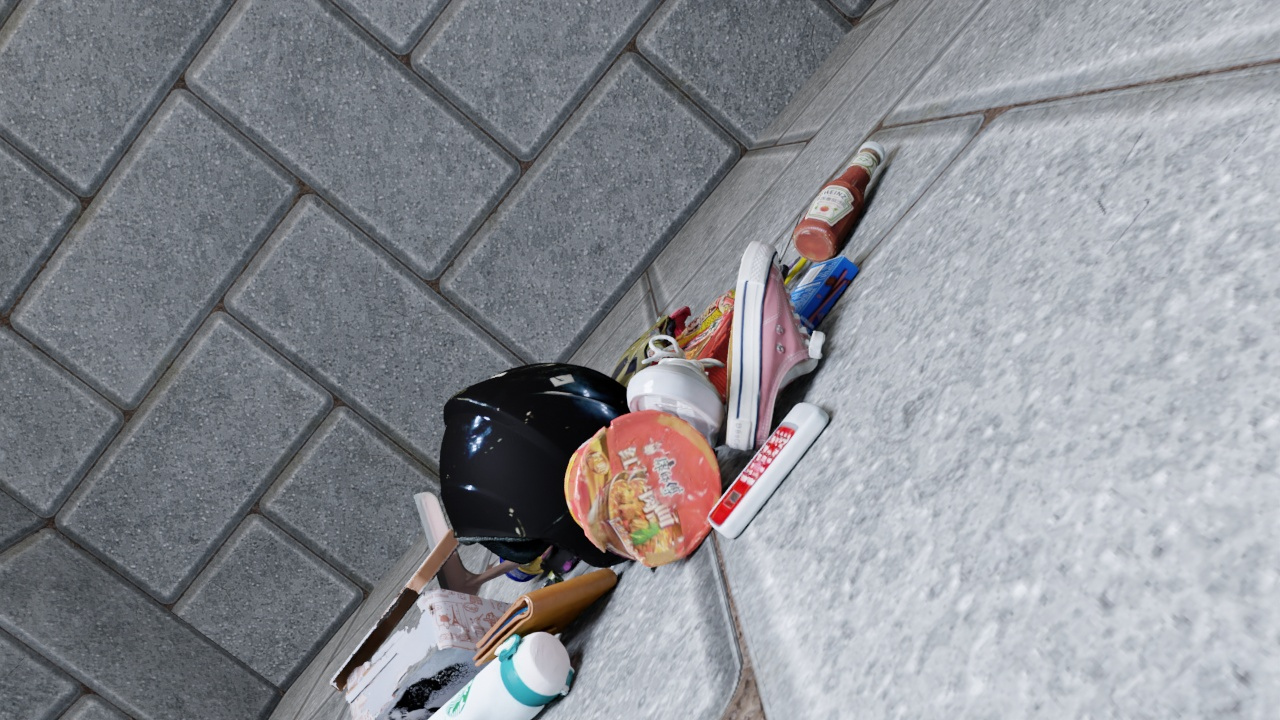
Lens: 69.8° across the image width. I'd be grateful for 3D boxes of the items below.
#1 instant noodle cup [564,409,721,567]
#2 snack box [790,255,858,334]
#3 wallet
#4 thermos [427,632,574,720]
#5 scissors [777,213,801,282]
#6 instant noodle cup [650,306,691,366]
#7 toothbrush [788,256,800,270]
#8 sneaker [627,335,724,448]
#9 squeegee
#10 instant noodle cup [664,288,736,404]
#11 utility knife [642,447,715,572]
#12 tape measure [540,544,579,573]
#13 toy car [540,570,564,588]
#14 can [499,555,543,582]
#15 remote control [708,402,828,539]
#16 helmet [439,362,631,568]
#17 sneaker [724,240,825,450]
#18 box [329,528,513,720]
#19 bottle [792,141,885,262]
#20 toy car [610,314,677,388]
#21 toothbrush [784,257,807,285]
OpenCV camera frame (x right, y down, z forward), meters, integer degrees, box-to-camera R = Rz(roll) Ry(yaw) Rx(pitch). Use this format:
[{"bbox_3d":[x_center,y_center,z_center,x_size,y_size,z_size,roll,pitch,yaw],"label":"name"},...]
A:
[{"bbox_3d":[-0.006,0.116,0.858,0.137,0.138,0.109,-53,10,-15],"label":"instant noodle cup"},{"bbox_3d":[0.172,-0.045,1.020,0.157,0.026,0.084,-52,8,-9],"label":"snack box"},{"bbox_3d":[-0.100,0.257,0.919,0.130,0.035,0.119,-3,-43,-55],"label":"wallet"},{"bbox_3d":[-0.153,0.340,0.888,0.225,0.073,0.073,-46,9,26],"label":"thermos"},{"bbox_3d":[0.174,-0.120,1.187,0.175,0.014,0.159,-60,7,4],"label":"scissors"},{"bbox_3d":[0.025,0.016,1.294,0.193,0.066,0.194,-47,-7,-8],"label":"instant noodle cup"},{"bbox_3d":[0.173,-0.102,1.218,0.014,0.017,0.189,-59,3,-20],"label":"toothbrush"},{"bbox_3d":[0.046,0.025,0.907,0.242,0.089,0.090,56,-139,-74],"label":"sneaker"},{"bbox_3d":[-0.146,0.243,1.162,0.040,0.247,0.248,-12,7,39],"label":"squeegee"},{"bbox_3d":[0.070,0.012,1.130,0.188,0.079,0.165,-53,9,-27],"label":"instant noodle cup"},{"bbox_3d":[0.037,0.148,0.924,0.033,0.015,0.164,-44,11,51],"label":"utility knife"},{"bbox_3d":[-0.095,0.238,1.149,0.058,0.039,0.056,-50,7,39],"label":"tape measure"},{"bbox_3d":[-0.099,0.271,1.034,0.043,0.036,0.091,-49,7,2],"label":"toy car"},{"bbox_3d":[-0.137,0.235,1.259,0.049,0.074,0.147,-45,10,49],"label":"can"},{"bbox_3d":[0.108,0.092,0.784,0.136,0.020,0.056,-51,8,-3],"label":"remote control"},{"bbox_3d":[-0.094,0.112,1.026,0.273,0.230,0.234,-23,5,-36],"label":"helmet"},{"bbox_3d":[0.132,-0.016,0.901,0.118,0.088,0.240,90,-173,-53],"label":"sneaker"},{"bbox_3d":[-0.242,0.301,1.017,0.183,0.153,0.181,-47,41,19],"label":"box"},{"bbox_3d":[0.259,-0.208,1.165,0.205,0.060,0.060,-54,9,-31],"label":"bottle"},{"bbox_3d":[-0.007,0.007,1.162,0.158,0.042,0.070,-51,2,22],"label":"toy car"},{"bbox_3d":[0.220,-0.133,1.194,0.190,0.016,0.016,-50,7,-7],"label":"toothbrush"}]
